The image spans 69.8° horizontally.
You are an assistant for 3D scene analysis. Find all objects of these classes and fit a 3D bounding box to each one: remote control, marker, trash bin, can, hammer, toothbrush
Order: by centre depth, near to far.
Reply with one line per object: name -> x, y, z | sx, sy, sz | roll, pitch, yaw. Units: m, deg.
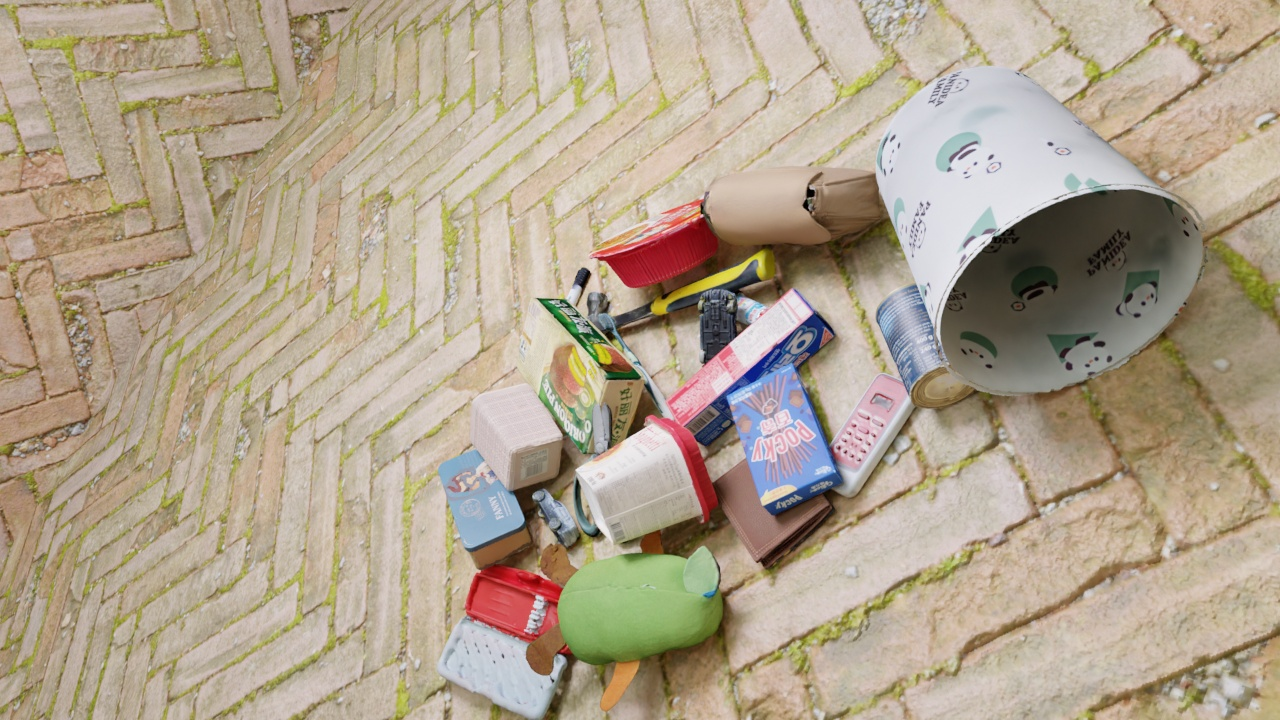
trash bin -> 0.346, -0.134, 0.862 | 0.230, 0.229, 0.251 | -33, 40, 21
can -> 0.291, -0.015, 0.928 | 0.075, 0.075, 0.111 | -31, 47, 23
remote control -> 0.235, 0.077, 0.958 | 0.056, 0.020, 0.136 | 32, 86, 47
toothbrush -> -0.007, 0.007, 1.187 | 0.016, 0.018, 0.191 | -48, 58, 24
hammer -> 0.038, -0.073, 1.208 | 0.324, 0.032, 0.126 | -18, 54, 40
marker -> -0.108, -0.081, 1.375 | 0.023, 0.018, 0.130 | 4, 65, 53

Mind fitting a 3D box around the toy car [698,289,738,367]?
toy car -> 0.098, -0.035, 1.125 | 0.049, 0.031, 0.105 | 3, 98, 32

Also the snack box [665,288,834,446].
snack box -> 0.128, 0.009, 1.073 | 0.208, 0.057, 0.058 | -42, 40, 12

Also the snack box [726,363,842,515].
snack box -> 0.152, 0.082, 0.988 | 0.085, 0.026, 0.157 | -29, 45, 15

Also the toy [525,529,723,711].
toy -> -0.016, 0.270, 1.003 | 0.247, 0.090, 0.226 | -10, 50, 31

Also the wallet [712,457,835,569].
wallet -> 0.141, 0.148, 0.990 | 0.101, 0.032, 0.124 | -41, 43, 9

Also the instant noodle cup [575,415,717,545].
instant noodle cup -> 0.003, 0.137, 1.019 | 0.124, 0.117, 0.116 | -23, 15, -14

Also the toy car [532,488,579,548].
toy car -> -0.109, 0.199, 1.170 | 0.034, 0.043, 0.090 | -29, 43, -13

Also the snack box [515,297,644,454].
snack box -> -0.088, 0.015, 1.223 | 0.240, 0.063, 0.115 | 44, 125, 48

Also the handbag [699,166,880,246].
handbag -> 0.179, -0.182, 1.099 | 0.205, 0.147, 0.100 | 7, 105, 46

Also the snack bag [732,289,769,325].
snack bag -> 0.137, -0.059, 1.133 | 0.045, 0.026, 0.105 | -56, 38, -4

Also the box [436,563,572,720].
box -> -0.156, 0.338, 1.123 | 0.201, 0.038, 0.157 | 5, 68, 43

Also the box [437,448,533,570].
box -> -0.206, 0.197, 1.221 | 0.089, 0.060, 0.184 | -24, 40, -12

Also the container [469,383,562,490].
container -> -0.163, 0.104, 1.221 | 0.111, 0.090, 0.090 | 48, 140, 40

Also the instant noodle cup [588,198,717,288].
instant noodle cup -> 0.030, -0.151, 1.217 | 0.194, 0.066, 0.193 | -22, 16, 7

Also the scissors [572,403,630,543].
scissors -> -0.054, 0.135, 1.121 | 0.140, 0.019, 0.180 | -12, 87, 43
